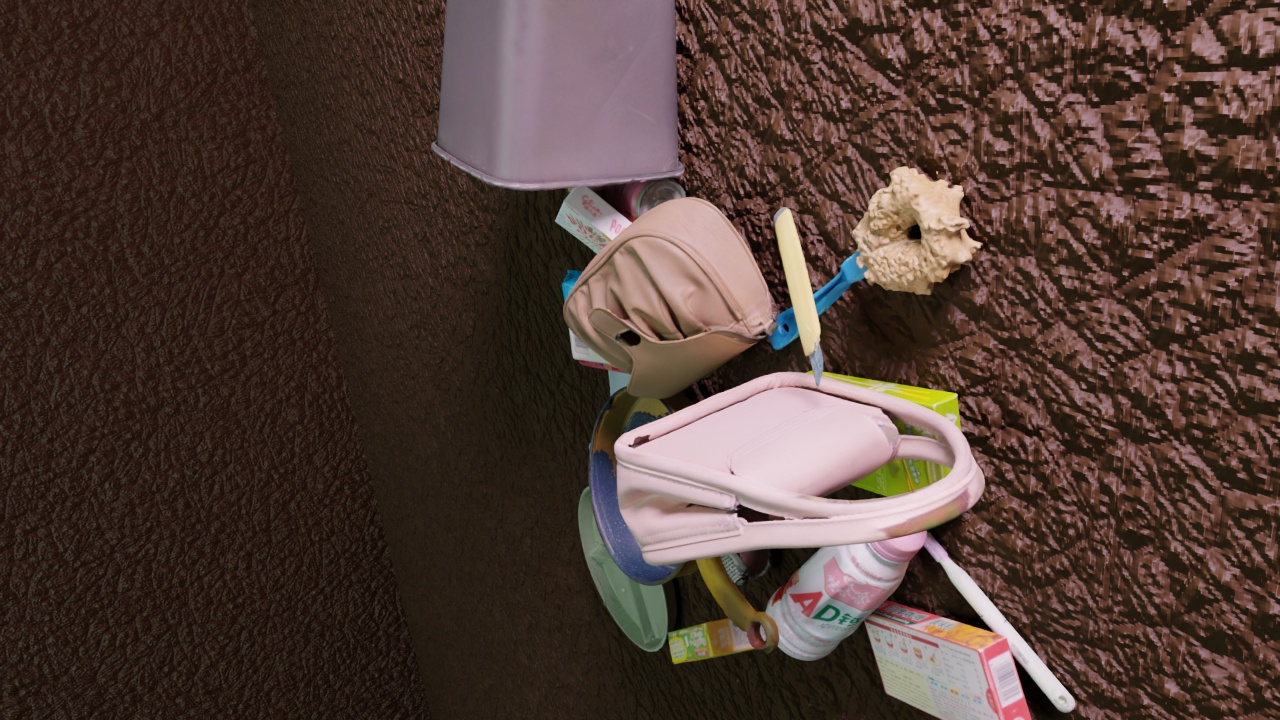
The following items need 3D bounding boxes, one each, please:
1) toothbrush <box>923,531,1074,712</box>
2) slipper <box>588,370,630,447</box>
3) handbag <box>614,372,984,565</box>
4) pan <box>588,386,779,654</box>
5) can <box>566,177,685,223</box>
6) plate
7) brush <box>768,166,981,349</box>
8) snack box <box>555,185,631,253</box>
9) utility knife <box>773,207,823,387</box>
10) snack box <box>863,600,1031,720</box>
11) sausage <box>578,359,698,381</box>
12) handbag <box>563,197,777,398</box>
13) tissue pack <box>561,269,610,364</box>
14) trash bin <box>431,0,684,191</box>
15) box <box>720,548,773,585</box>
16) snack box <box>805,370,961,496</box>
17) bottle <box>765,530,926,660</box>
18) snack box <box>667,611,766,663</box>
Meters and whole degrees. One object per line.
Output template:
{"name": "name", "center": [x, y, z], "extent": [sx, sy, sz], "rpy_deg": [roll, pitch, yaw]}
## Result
{"name": "toothbrush", "center": [0.244, 0.173, 0.671], "extent": [0.189, 0.029, 0.020], "rpy_deg": [53, -168, 29]}
{"name": "slipper", "center": [-0.013, 0.095, 1.044], "extent": [0.104, 0.074, 0.246], "rpy_deg": [28, 129, 53]}
{"name": "handbag", "center": [0.116, 0.076, 0.625], "extent": [0.235, 0.192, 0.093], "rpy_deg": [-1, 107, 52]}
{"name": "pan", "center": [0.037, 0.150, 0.844], "extent": [0.357, 0.078, 0.198], "rpy_deg": [34, 121, 52]}
{"name": "can", "center": [-0.018, -0.168, 0.906], "extent": [0.147, 0.057, 0.058], "rpy_deg": [34, 135, 50]}
{"name": "plate", "center": [-0.018, 0.270, 1.213], "extent": [0.230, 0.027, 0.231], "rpy_deg": [41, 140, 45]}
{"name": "brush", "center": [0.155, -0.060, 0.679], "extent": [0.083, 0.045, 0.255], "rpy_deg": [64, 156, 9]}
{"name": "snack box", "center": [-0.041, -0.131, 0.911], "extent": [0.084, 0.027, 0.157], "rpy_deg": [38, 177, -8]}
{"name": "utility knife", "center": [0.118, -0.055, 0.695], "extent": [0.031, 0.019, 0.176], "rpy_deg": [105, 169, -51]}
{"name": "snack box", "center": [0.230, 0.236, 0.704], "extent": [0.156, 0.027, 0.077], "rpy_deg": [167, 86, -72]}
{"name": "sausage", "center": [-0.006, 0.006, 0.970], "extent": [0.156, 0.020, 0.020], "rpy_deg": [10, 118, 31]}
{"name": "handbag", "center": [0.017, -0.043, 0.796], "extent": [0.148, 0.099, 0.205], "rpy_deg": [44, 147, -5]}
{"name": "tissue pack", "center": [-0.017, -0.046, 0.943], "extent": [0.140, 0.063, 0.090], "rpy_deg": [8, 116, 34]}
{"name": "trash bin", "center": [-0.073, -0.281, 0.809], "extent": [0.199, 0.198, 0.220], "rpy_deg": [35, 129, 50]}
{"name": "box", "center": [0.067, 0.152, 0.925], "extent": [0.163, 0.076, 0.075], "rpy_deg": [61, 150, 19]}
{"name": "snack box", "center": [0.181, 0.059, 0.709], "extent": [0.156, 0.026, 0.086], "rpy_deg": [11, 116, 60]}
{"name": "bottle", "center": [0.163, 0.176, 0.730], "extent": [0.068, 0.068, 0.197], "rpy_deg": [58, 148, 25]}
{"name": "snack box", "center": [0.105, 0.249, 0.844], "extent": [0.087, 0.140, 0.033], "rpy_deg": [134, 127, -61]}
